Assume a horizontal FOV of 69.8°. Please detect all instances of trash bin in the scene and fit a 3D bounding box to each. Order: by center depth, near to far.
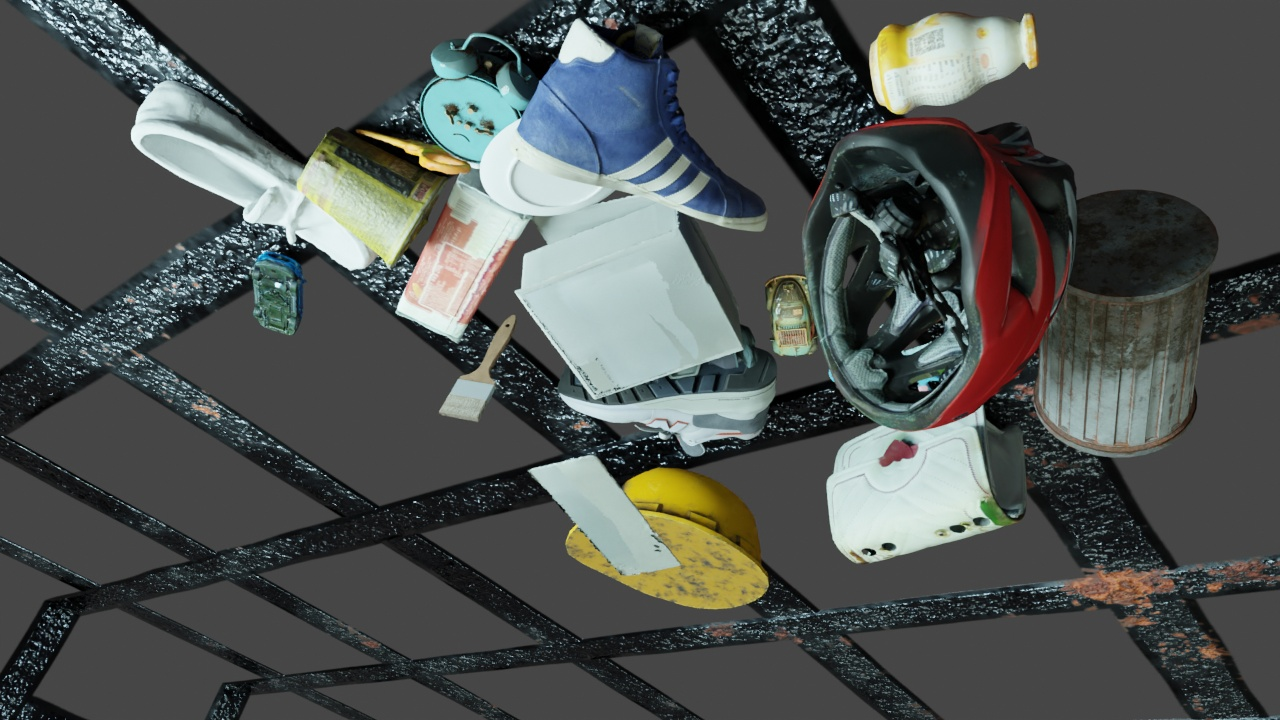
[{"bbox_3d":[0.401,-0.022,0.771,0.131,0.130,0.211,-3,138,21],"label":"trash bin"}]

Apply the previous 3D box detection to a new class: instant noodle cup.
[{"bbox_3d":[-0.247,-0.153,0.838,0.108,0.102,0.102,33,139,-13],"label":"instant noodle cup"}]

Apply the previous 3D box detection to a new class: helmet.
[{"bbox_3d":[0.224,-0.064,0.721,0.166,0.217,0.273,-15,145,-19],"label":"helmet"},{"bbox_3d":[0.044,0.205,1.163,0.255,0.131,0.206,21,141,-8],"label":"helmet"}]

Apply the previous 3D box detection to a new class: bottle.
[{"bbox_3d":[0.218,-0.212,0.641,0.109,0.063,0.063,-6,138,24],"label":"bottle"}]

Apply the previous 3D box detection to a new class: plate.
[{"bbox_3d":[-0.070,-0.164,0.787,0.134,0.011,0.135,-11,152,-6],"label":"plate"}]

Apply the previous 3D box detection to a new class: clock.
[{"bbox_3d":[-0.130,-0.218,0.751,0.090,0.053,0.125,21,142,-11],"label":"clock"}]

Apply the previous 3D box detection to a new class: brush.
[{"bbox_3d":[-0.160,0.004,0.966,0.045,0.142,0.008,10,142,19],"label":"brush"}]

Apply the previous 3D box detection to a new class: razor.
[{"bbox_3d":[0.052,-0.016,0.954,0.143,0.052,0.047,0,127,23],"label":"razor"}]

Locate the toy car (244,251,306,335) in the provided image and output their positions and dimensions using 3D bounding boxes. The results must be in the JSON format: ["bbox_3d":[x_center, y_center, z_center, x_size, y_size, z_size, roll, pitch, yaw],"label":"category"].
[{"bbox_3d":[-0.401,-0.077,1.019,0.056,0.043,0.120,19,144,-6],"label":"toy car"}]

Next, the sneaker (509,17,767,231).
[{"bbox_3d":[0.024,-0.191,0.726,0.232,0.091,0.119,11,118,-26],"label":"sneaker"}]

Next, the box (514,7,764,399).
[{"bbox_3d":[0.020,-0.173,0.962,0.172,0.402,0.169,-8,137,25],"label":"box"}]

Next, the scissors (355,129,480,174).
[{"bbox_3d":[-0.197,-0.191,0.821,0.130,0.070,0.013,23,118,21],"label":"scissors"}]

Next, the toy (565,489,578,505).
[{"bbox_3d":[-0.051,0.203,1.263,0.110,0.047,0.063,-3,138,38],"label":"toy"}]

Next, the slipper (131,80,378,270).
[{"bbox_3d":[-0.362,-0.166,0.883,0.246,0.074,0.112,35,153,-27],"label":"slipper"}]

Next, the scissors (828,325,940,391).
[{"bbox_3d":[0.263,0.010,0.951,0.136,0.015,0.135,-19,126,31],"label":"scissors"}]

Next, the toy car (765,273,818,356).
[{"bbox_3d":[0.149,-0.034,0.900,0.047,0.047,0.112,-2,140,15],"label":"toy car"}]

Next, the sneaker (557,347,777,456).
[{"bbox_3d":[0.036,0.054,1.011,0.240,0.088,0.124,-3,137,15],"label":"sneaker"}]

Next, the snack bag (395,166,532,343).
[{"bbox_3d":[-0.180,-0.101,0.926,0.077,0.041,0.226,26,142,-14],"label":"snack bag"}]

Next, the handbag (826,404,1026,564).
[{"bbox_3d":[0.302,0.133,0.988,0.096,0.141,0.199,37,136,-24],"label":"handbag"}]
